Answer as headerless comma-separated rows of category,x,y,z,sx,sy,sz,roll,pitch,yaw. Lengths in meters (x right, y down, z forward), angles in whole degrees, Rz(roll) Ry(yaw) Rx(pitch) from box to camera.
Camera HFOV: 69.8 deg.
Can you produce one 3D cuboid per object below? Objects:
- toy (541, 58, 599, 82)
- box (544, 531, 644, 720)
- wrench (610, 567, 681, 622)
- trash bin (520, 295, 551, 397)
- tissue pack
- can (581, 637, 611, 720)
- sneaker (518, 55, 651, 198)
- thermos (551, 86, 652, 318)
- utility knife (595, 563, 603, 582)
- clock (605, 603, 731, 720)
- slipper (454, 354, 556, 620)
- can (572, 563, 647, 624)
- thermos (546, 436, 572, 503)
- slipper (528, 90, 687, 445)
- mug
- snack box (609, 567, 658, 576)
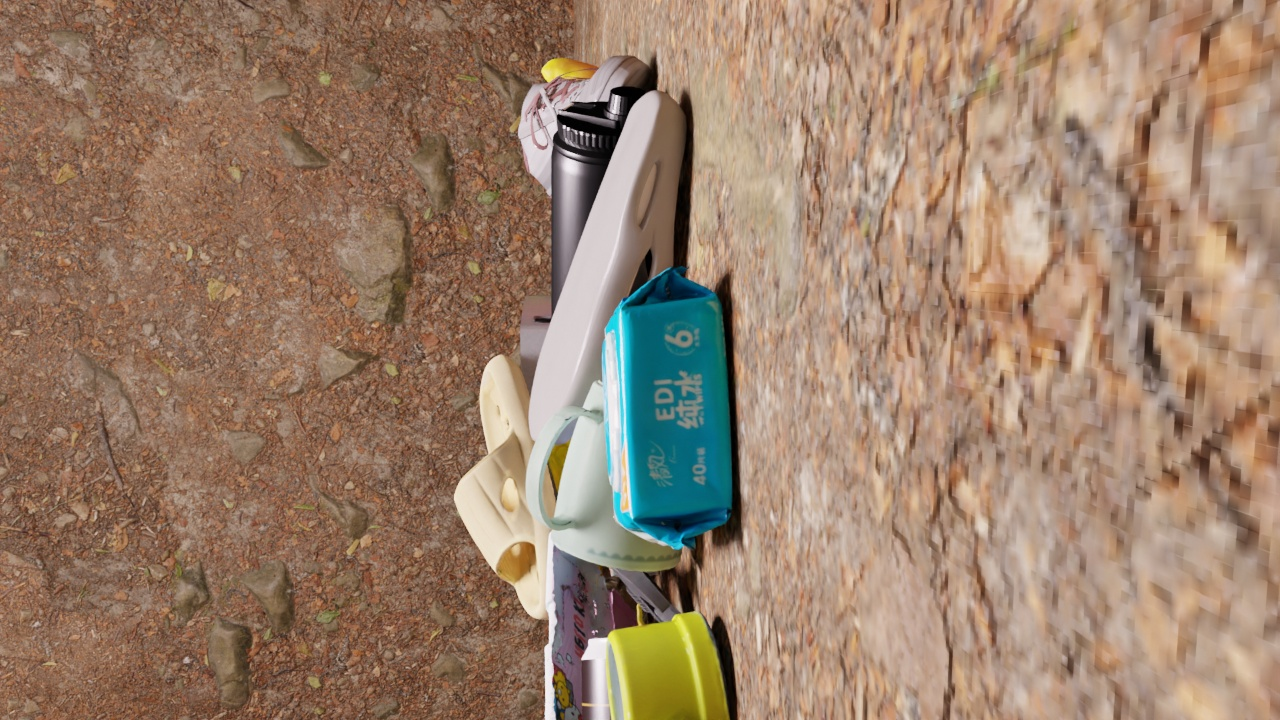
toy,-0.058,-0.236,1.028,0.194,0.087,0.134,91,157,-46
box,-0.029,0.234,0.666,0.153,0.037,0.201,55,-166,-30
wrench,-0.024,0.146,0.684,0.073,0.018,0.273,50,168,-13
trash bin,-0.071,0.000,1.007,0.228,0.114,0.114,-117,27,-77
tissue pack,0.011,0.027,0.487,0.093,0.061,0.144,116,153,-78
can,0.001,0.234,0.551,0.072,0.072,0.128,107,162,-71
sneaker,-0.067,-0.222,0.839,0.099,0.089,0.237,-54,7,-21
thermos,-0.029,-0.120,0.736,0.086,0.086,0.199,-99,10,-55
utility knife,-0.041,0.163,0.823,0.030,0.017,0.158,79,-179,-49
clock,0.017,0.187,0.477,0.083,0.057,0.119,96,165,-46
slipper,-0.131,0.113,0.831,0.112,0.079,0.261,113,147,-52
can,-0.036,0.221,0.825,0.086,0.086,0.043,-98,8,-51
thermos,-0.061,0.153,0.994,0.221,0.098,0.098,83,-176,-69
slipper,-0.005,-0.051,0.648,0.113,0.080,0.266,-118,44,-61
mug,-0.019,0.066,0.560,0.084,0.111,0.104,17,100,50
snack box,-0.013,0.101,0.813,0.143,0.041,0.147,-145,55,-83
